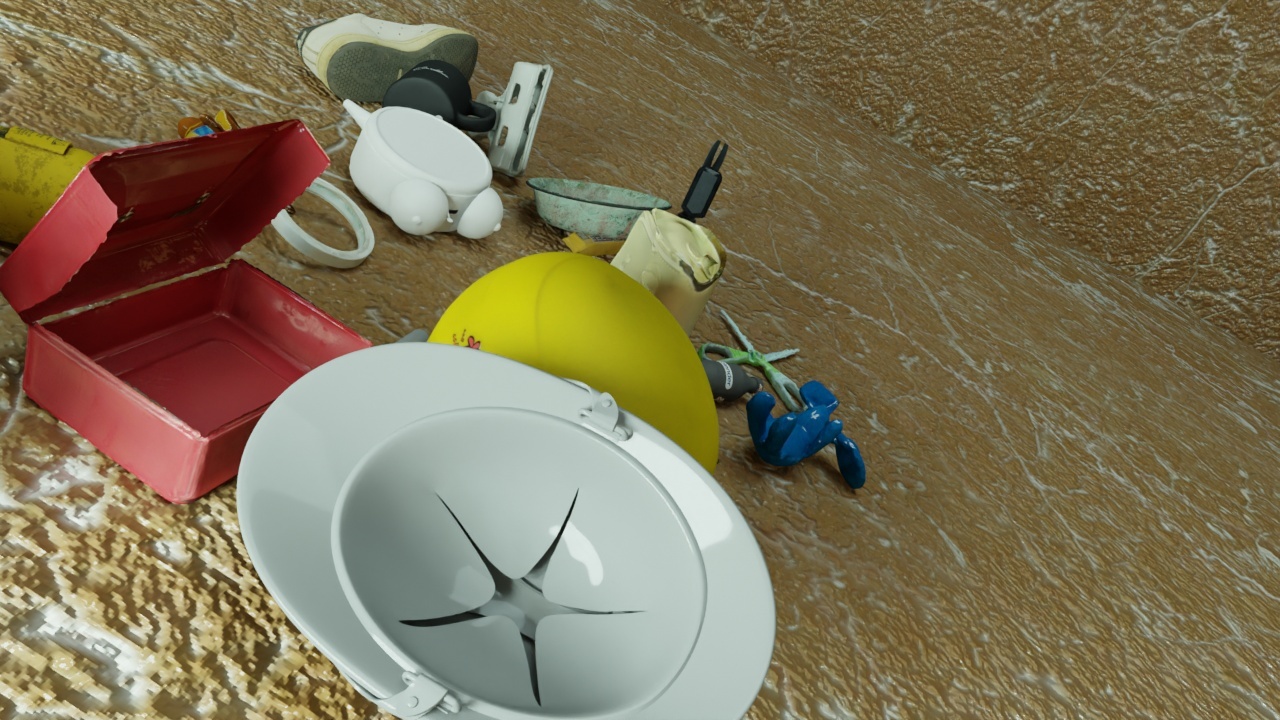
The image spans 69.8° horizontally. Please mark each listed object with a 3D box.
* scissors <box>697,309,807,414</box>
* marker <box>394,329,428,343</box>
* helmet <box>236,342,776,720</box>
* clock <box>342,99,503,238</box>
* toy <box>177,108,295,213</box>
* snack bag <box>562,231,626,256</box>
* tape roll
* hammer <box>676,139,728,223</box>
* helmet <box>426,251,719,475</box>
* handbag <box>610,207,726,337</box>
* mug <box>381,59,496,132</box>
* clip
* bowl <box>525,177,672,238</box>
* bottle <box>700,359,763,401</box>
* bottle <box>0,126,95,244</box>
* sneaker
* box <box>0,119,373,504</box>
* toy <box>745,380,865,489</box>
[{"bbox_3d":[0.122,0.001,0.947,0.171,0.022,0.174,-9,41,-47],"label":"scissors"},{"bbox_3d":[-0.164,-0.006,0.627,0.016,0.016,0.140,26,7,-7],"label":"marker"},{"bbox_3d":[-0.070,0.110,0.478,0.271,0.118,0.182,28,58,8],"label":"helmet"},{"bbox_3d":[-0.210,-0.174,0.874,0.125,0.073,0.161,-4,49,-47],"label":"clock"},{"bbox_3d":[-0.333,-0.160,0.759,0.103,0.070,0.090,38,5,-38],"label":"toy"},{"bbox_3d":[-0.044,-0.127,0.991,0.026,0.020,0.099,45,31,24],"label":"snack bag"},{"bbox_3d":[-0.259,-0.114,0.743,0.093,0.013,0.092,38,27,-24],"label":"tape roll"},{"bbox_3d":[0.068,-0.189,0.999,0.025,0.118,0.332,25,11,-2],"label":"hammer"},{"bbox_3d":[-0.032,0.016,0.634,0.240,0.140,0.208,39,29,17],"label":"helmet"},{"bbox_3d":[0.020,-0.066,0.843,0.081,0.119,0.111,18,29,-25],"label":"handbag"},{"bbox_3d":[-0.215,-0.276,1.005,0.113,0.078,0.087,13,29,-4],"label":"mug"},{"bbox_3d":[-0.143,-0.273,1.047,0.072,0.124,0.143,17,5,-29],"label":"clip"},{"bbox_3d":[-0.047,-0.162,0.987,0.157,0.039,0.157,9,17,-3],"label":"bowl"},{"bbox_3d":[0.068,0.018,0.835,0.109,0.036,0.036,8,35,-35],"label":"bottle"},{"bbox_3d":[-0.399,-0.111,0.572,0.163,0.071,0.071,15,31,-26],"label":"bottle"},{"bbox_3d":[-0.298,-0.359,1.080,0.102,0.089,0.240,32,31,22],"label":"sneaker"},{"bbox_3d":[-0.242,-0.021,0.529,0.168,0.154,0.156,60,29,-9],"label":"box"},{"bbox_3d":[0.143,0.065,0.800,0.113,0.071,0.176,48,22,26],"label":"toy"}]
